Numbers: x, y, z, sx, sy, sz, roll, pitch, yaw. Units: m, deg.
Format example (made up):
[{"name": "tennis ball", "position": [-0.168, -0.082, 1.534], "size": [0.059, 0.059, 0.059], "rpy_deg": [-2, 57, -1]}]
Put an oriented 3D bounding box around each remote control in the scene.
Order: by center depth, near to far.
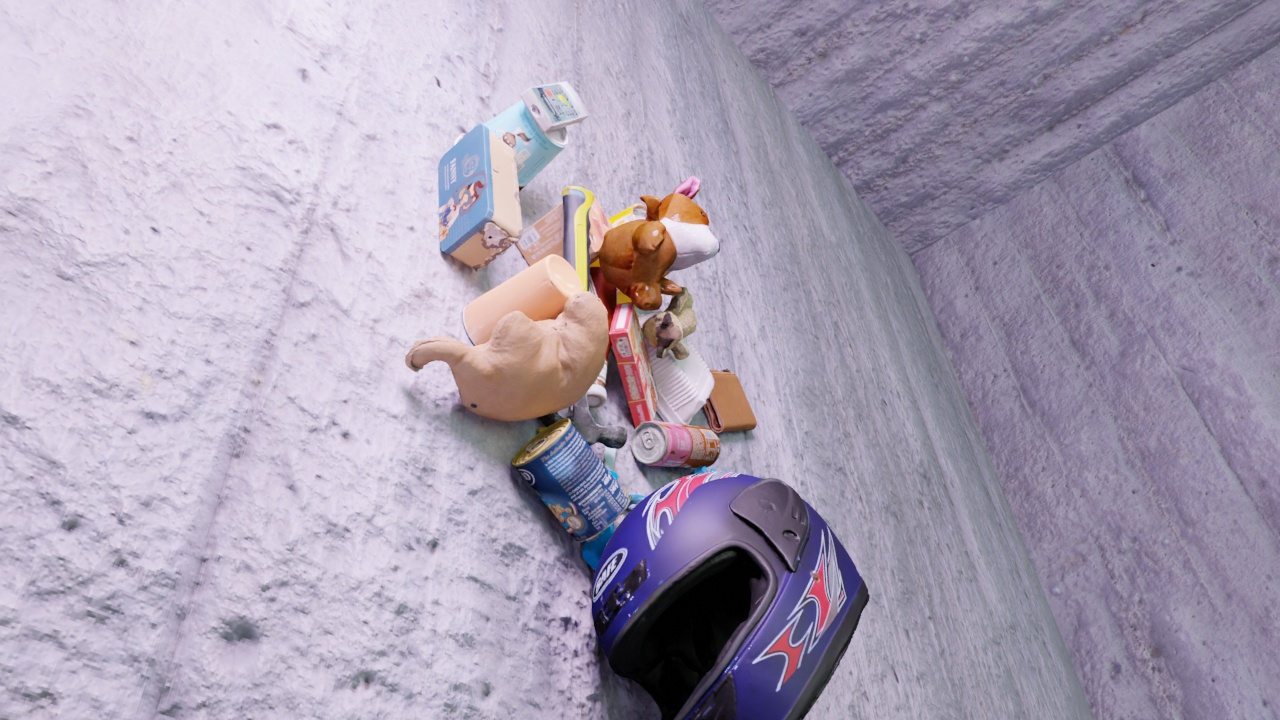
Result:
[{"name": "remote control", "position": [-0.107, -0.327, 1.177], "size": [0.056, 0.019, 0.134], "rpy_deg": [56, 25, -7]}]

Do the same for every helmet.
[{"name": "helmet", "position": [0.069, 0.241, 0.908], "size": [0.240, 0.248, 0.314], "rpy_deg": [35, 27, 12]}]

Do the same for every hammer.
[{"name": "hammer", "position": [-0.077, -0.059, 1.095], "size": [0.126, 0.032, 0.322], "rpy_deg": [12, 69, -38]}]

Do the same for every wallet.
[{"name": "wallet", "position": [0.133, 0.063, 1.451], "size": [0.131, 0.031, 0.107], "rpy_deg": [3, 62, -61]}]

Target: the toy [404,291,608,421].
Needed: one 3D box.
[{"name": "toy", "position": [-0.129, 0.005, 0.940], "size": [0.225, 0.144, 0.082], "rpy_deg": [-16, 37, -36]}]

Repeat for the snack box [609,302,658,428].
[{"name": "snack box", "position": [-0.007, 0.007, 1.196], "size": [0.075, 0.025, 0.153], "rpy_deg": [-79, 158, -56]}]

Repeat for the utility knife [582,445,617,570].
[{"name": "utility knife", "position": [-0.041, 0.159, 1.050], "size": [0.034, 0.018, 0.197], "rpy_deg": [36, 32, -20]}]

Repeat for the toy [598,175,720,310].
[{"name": "toy", "position": [0.037, -0.154, 1.196], "size": [0.199, 0.130, 0.140], "rpy_deg": [-45, 147, -54]}]

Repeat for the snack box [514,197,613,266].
[{"name": "snack box", "position": [-0.094, -0.158, 1.214], "size": [0.077, 0.093, 0.094], "rpy_deg": [58, 26, -2]}]

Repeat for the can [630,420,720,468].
[{"name": "can", "position": [0.049, 0.113, 1.216], "size": [0.147, 0.058, 0.058], "rpy_deg": [13, 51, -56]}]

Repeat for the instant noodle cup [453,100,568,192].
[{"name": "instant noodle cup", "position": [-0.162, -0.280, 1.193], "size": [0.111, 0.121, 0.111], "rpy_deg": [41, 31, -31]}]

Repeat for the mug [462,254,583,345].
[{"name": "mug", "position": [-0.127, -0.062, 1.017], "size": [0.078, 0.123, 0.078], "rpy_deg": [42, 29, -30]}]

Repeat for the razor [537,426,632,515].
[{"name": "razor", "position": [-0.063, 0.118, 1.027], "size": [0.132, 0.028, 0.043], "rpy_deg": [44, 32, -3]}]

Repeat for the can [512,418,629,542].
[{"name": "can", "position": [-0.071, 0.127, 0.966], "size": [0.111, 0.075, 0.075], "rpy_deg": [53, 26, -12]}]

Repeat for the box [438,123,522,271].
[{"name": "box", "position": [-0.192, -0.199, 1.092], "size": [0.060, 0.090, 0.184], "rpy_deg": [30, 35, -43]}]

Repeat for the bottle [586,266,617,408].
[{"name": "bottle", "position": [-0.060, -0.031, 1.182], "size": [0.059, 0.060, 0.205], "rpy_deg": [37, 39, -38]}]

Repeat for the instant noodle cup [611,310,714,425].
[{"name": "instant noodle cup", "position": [0.042, 0.006, 1.319], "size": [0.173, 0.060, 0.137], "rpy_deg": [55, 26, -11]}]

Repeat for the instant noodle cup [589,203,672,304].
[{"name": "instant noodle cup", "position": [-0.018, -0.152, 1.325], "size": [0.138, 0.110, 0.137], "rpy_deg": [42, 30, -33]}]

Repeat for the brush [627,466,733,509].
[{"name": "brush", "position": [0.080, 0.185, 1.204], "size": [0.314, 0.061, 0.109], "rpy_deg": [31, 40, -39]}]

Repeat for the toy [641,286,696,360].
[{"name": "toy", "position": [0.046, -0.055, 1.263], "size": [0.157, 0.066, 0.105], "rpy_deg": [-49, 147, -67]}]
